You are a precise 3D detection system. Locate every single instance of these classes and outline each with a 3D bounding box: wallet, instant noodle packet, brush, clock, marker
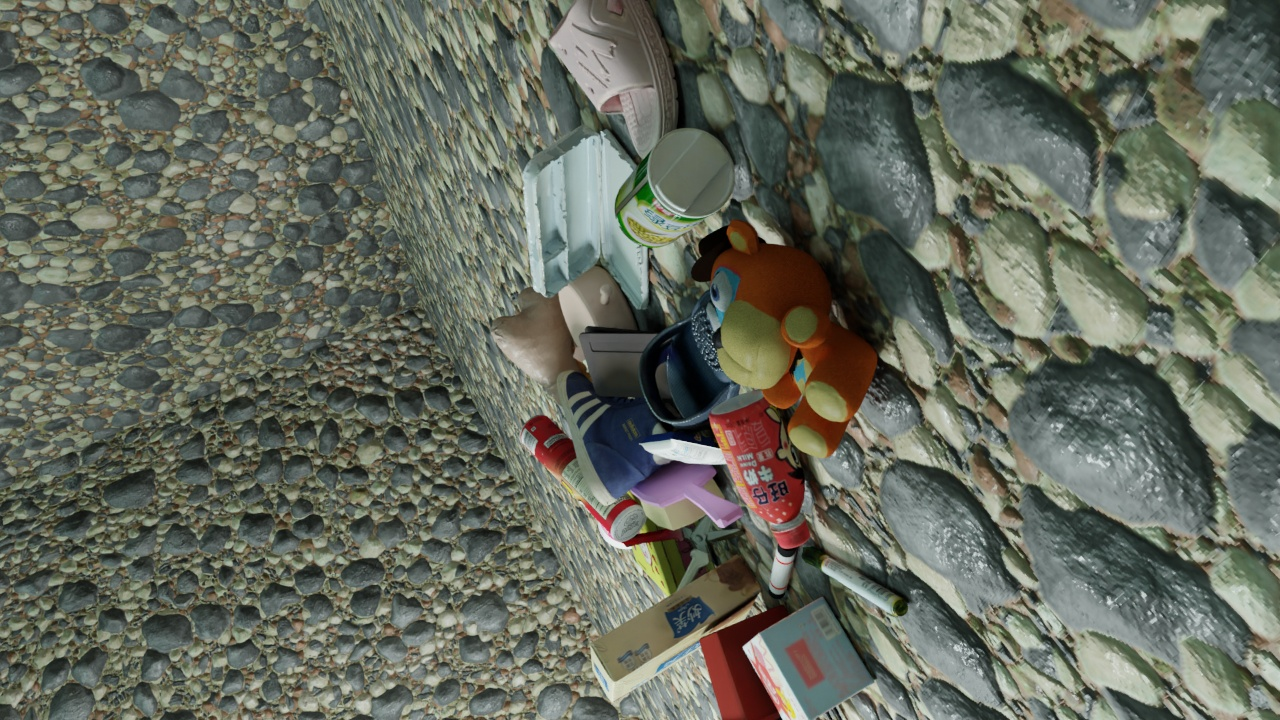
[{"bbox_3d":[-0.006,0.006,1.018,0.116,0.018,0.091,4,126,28],"label":"wallet"},{"bbox_3d":[0.056,0.093,0.954,0.134,0.087,0.026,154,128,-74],"label":"instant noodle packet"},{"bbox_3d":[0.057,0.153,1.016,0.043,0.089,0.229,64,165,-16],"label":"brush"},{"bbox_3d":[-0.061,-0.044,1.127,0.160,0.086,0.131,-133,23,-64],"label":"clock"},{"bbox_3d":[0.182,0.189,0.795,0.017,0.017,0.146,68,164,-13],"label":"marker"},{"bbox_3d":[0.146,0.208,0.937,0.019,0.019,0.146,55,162,32],"label":"marker"}]

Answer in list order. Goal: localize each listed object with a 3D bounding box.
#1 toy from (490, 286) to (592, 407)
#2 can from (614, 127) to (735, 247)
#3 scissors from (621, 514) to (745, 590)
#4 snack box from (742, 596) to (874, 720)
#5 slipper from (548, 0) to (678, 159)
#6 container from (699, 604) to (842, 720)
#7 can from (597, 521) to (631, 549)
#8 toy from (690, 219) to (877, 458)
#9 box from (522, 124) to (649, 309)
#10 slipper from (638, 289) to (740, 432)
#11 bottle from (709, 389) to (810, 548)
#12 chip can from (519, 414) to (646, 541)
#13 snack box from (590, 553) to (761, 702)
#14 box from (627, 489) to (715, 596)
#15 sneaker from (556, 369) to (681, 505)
[{"bbox_3d":[-0.080,0.006,1.253,0.264,0.196,0.065,43,167,-20],"label":"toy"},{"bbox_3d":[0.024,-0.133,0.725,0.067,0.067,0.121,65,165,-1],"label":"can"},{"bbox_3d":[0.052,0.231,1.116,0.197,0.015,0.179,7,124,34],"label":"scissors"},{"bbox_3d":[0.163,0.302,0.912,0.093,0.079,0.095,60,164,20],"label":"snack box"},{"bbox_3d":[-0.037,-0.271,0.723,0.239,0.064,0.094,69,164,-11],"label":"slipper"},{"bbox_3d":[0.152,0.384,1.014,0.148,0.127,0.200,108,142,-68],"label":"container"},{"bbox_3d":[-0.017,0.226,1.371,0.088,0.088,0.166,60,164,17],"label":"can"},{"bbox_3d":[0.097,-0.023,0.631,0.112,0.096,0.176,92,161,-60],"label":"toy"},{"bbox_3d":[-0.063,-0.133,0.941,0.130,0.105,0.211,51,160,31],"label":"box"},{"bbox_3d":[0.041,0.009,0.866,0.101,0.082,0.264,63,164,14],"label":"slipper"},{"bbox_3d":[0.111,0.098,0.806,0.137,0.062,0.062,66,165,-8],"label":"bottle"},{"bbox_3d":[-0.078,0.146,1.176,0.215,0.051,0.052,39,151,38],"label":"chip can"},{"bbox_3d":[0.041,0.330,1.120,0.055,0.207,0.153,56,163,24],"label":"snack box"},{"bbox_3d":[0.019,0.188,1.212,0.124,0.082,0.221,35,149,60],"label":"box"},{"bbox_3d":[-0.021,0.059,1.107,0.091,0.118,0.232,52,-169,-33],"label":"sneaker"}]
